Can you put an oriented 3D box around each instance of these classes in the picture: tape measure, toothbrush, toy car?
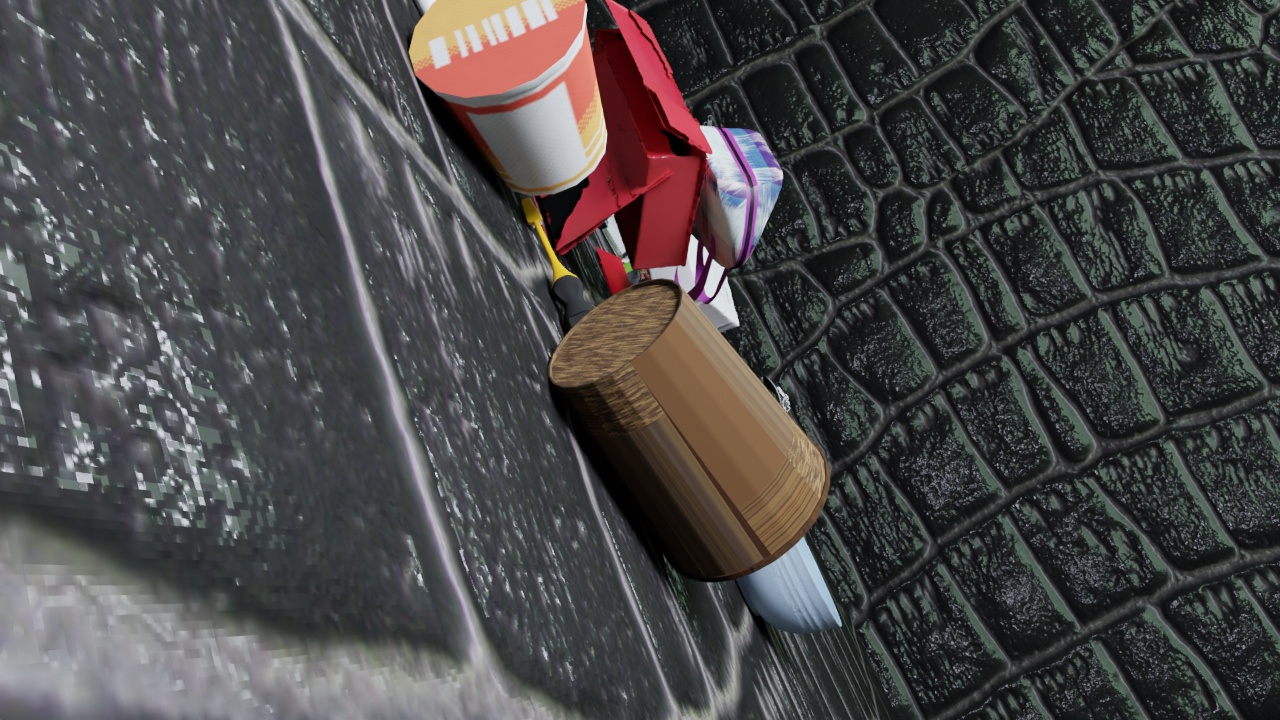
[{"bbox_3d":[-0.001,-0.097,1.181,0.058,0.036,0.065,66,8,14],"label":"tape measure"},{"bbox_3d":[-0.056,-0.054,0.703,0.031,0.031,0.196,68,-4,-61],"label":"toothbrush"},{"bbox_3d":[-0.068,-0.194,1.086,0.060,0.027,0.107,56,11,-45],"label":"toy car"}]

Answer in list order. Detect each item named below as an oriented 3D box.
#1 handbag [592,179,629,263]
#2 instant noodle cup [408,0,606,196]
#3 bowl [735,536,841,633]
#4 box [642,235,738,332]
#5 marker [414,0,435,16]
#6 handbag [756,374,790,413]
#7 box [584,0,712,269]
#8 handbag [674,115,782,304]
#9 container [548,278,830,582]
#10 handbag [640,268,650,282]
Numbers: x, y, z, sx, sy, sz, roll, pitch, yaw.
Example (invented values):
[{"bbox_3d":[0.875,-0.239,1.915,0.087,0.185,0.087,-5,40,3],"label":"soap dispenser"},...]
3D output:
[{"bbox_3d":[-0.004,-0.182,1.306,0.176,0.074,0.151,61,8,-22],"label":"handbag"},{"bbox_3d":[-0.084,-0.195,0.670,0.121,0.123,0.123,66,2,-58],"label":"instant noodle cup"},{"bbox_3d":[0.138,0.215,0.937,0.150,0.075,0.150,61,9,-16],"label":"bowl"},{"bbox_3d":[0.040,-0.072,1.038,0.108,0.102,0.102,30,42,-50],"label":"box"},{"bbox_3d":[-0.163,-0.273,0.733,0.133,0.020,0.017,63,4,-3],"label":"marker"},{"bbox_3d":[0.114,0.081,1.026,0.114,0.125,0.153,66,8,13],"label":"handbag"},{"bbox_3d":[-0.057,-0.268,0.748,0.425,0.128,0.212,52,16,-51],"label":"box"},{"bbox_3d":[0.067,-0.125,0.856,0.170,0.068,0.144,106,-26,-44],"label":"handbag"},{"bbox_3d":[0.028,0.042,0.607,0.167,0.132,0.132,53,12,-26],"label":"container"},{"bbox_3d":[0.006,-0.093,1.115,0.119,0.029,0.055,-89,-174,-49],"label":"handbag"}]
